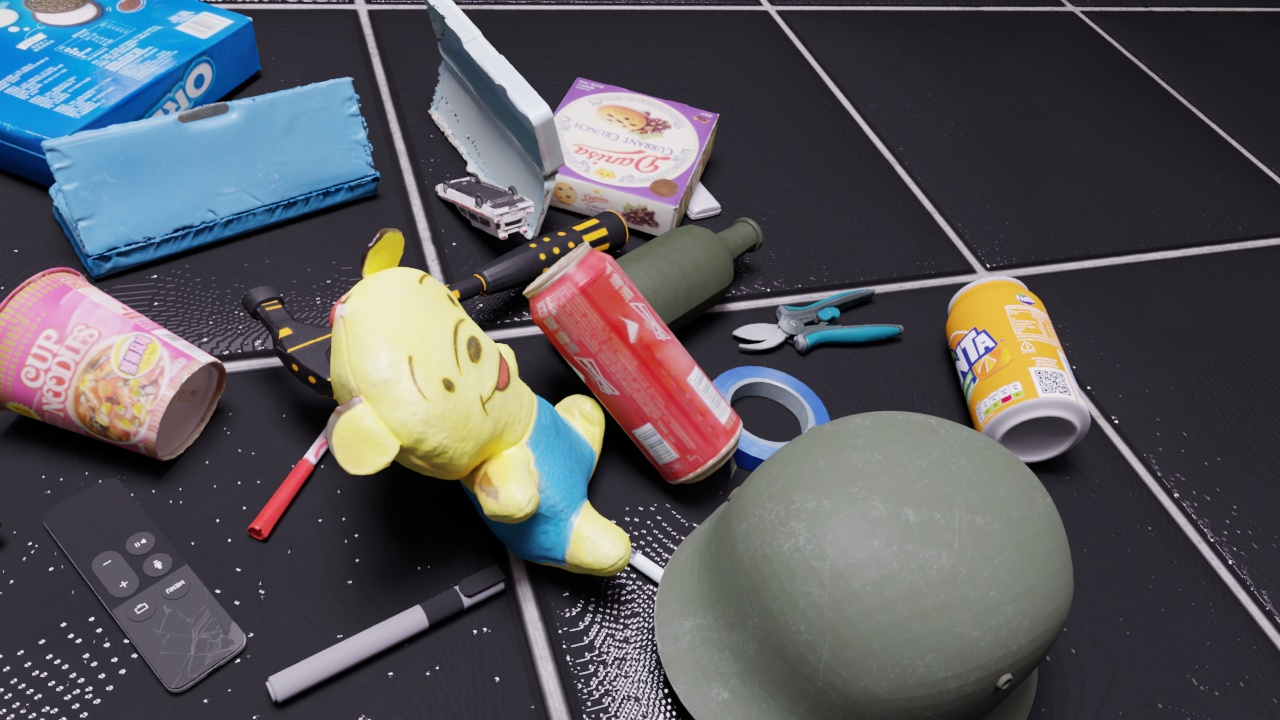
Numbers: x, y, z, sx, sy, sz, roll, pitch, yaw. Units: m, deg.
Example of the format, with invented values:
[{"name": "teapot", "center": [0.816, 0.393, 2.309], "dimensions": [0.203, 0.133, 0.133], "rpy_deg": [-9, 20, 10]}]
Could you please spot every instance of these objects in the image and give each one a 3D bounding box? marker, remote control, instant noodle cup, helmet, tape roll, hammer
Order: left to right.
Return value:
[{"name": "instant noodle cup", "center": [-0.327, 0.009, 0.569], "dimensions": [0.108, 0.098, 0.097], "rpy_deg": [25, 47, 0]}, {"name": "remote control", "center": [-0.285, 0.125, 0.524], "dimensions": [0.146, 0.008, 0.045], "rpy_deg": [39, 51, 21]}, {"name": "marker", "center": [-0.210, 0.058, 0.601], "dimensions": [0.013, 0.013, 0.141], "rpy_deg": [20, 47, 5]}, {"name": "marker", "center": [-0.142, 0.155, 0.525], "dimensions": [0.140, 0.016, 0.016], "rpy_deg": [-22, 56, -29]}, {"name": "hammer", "center": [-0.117, -0.054, 0.674], "dimensions": [0.123, 0.036, 0.319], "rpy_deg": [40, 42, 20]}, {"name": "remote control", "center": [0.030, -0.181, 0.876], "dimensions": [0.033, 0.012, 0.131], "rpy_deg": [-17, 54, -26]}, {"name": "marker", "center": [0.031, 0.148, 0.576], "dimensions": [0.152, 0.011, 0.011], "rpy_deg": [32, 49, 16]}, {"name": "tape roll", "center": [0.093, 0.044, 0.682], "dimensions": [0.093, 0.016, 0.091], "rpy_deg": [-6, 50, -19]}, {"name": "helmet", "center": [0.142, 0.119, 0.530], "dimensions": [0.267, 0.154, 0.227], "rpy_deg": [-15, 53, -25]}]

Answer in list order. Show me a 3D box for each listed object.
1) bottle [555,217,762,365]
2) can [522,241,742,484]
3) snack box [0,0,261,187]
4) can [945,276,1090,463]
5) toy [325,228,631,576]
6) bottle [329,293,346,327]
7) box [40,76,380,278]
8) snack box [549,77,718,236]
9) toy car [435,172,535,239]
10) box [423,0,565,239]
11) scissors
[{"name": "bottle", "center": [0.022, -0.062, 0.725], "dimensions": [0.071, 0.072, 0.206], "rpy_deg": [40, 52, 22]}, {"name": "can", "center": [-0.004, 0.004, 0.612], "dimensions": [0.170, 0.067, 0.067], "rpy_deg": [51, 48, -12]}, {"name": "snack box", "center": [-0.483, -0.250, 0.784], "dimensions": [0.195, 0.056, 0.238], "rpy_deg": [20, 47, 9]}, {"name": "can", "center": [0.291, 0.006, 0.721], "dimensions": [0.079, 0.079, 0.142], "rpy_deg": [7, 47, -7]}, {"name": "toy", "center": [-0.100, 0.036, 0.543], "dimensions": [0.214, 0.084, 0.148], "rpy_deg": [42, 23, -35]}, {"name": "bottle", "center": [-0.172, -0.006, 0.648], "dimensions": [0.109, 0.044, 0.044], "rpy_deg": [38, 51, 21]}, {"name": "box", "center": [-0.327, -0.158, 0.709], "dimensions": [0.231, 0.102, 0.094], "rpy_deg": [-25, 59, -31]}, {"name": "snack box", "center": [-0.016, -0.188, 0.840], "dimensions": [0.143, 0.041, 0.147], "rpy_deg": [17, 51, 7]}, {"name": "toy car", "center": [-0.131, -0.129, 0.768], "dimensions": [0.039, 0.039, 0.113], "rpy_deg": [-21, 29, -29]}, {"name": "box", "center": [-0.129, -0.212, 0.781], "dimensions": [0.049, 0.137, 0.197], "rpy_deg": [-21, 56, -27]}, {"name": "scissors", "center": [0.152, -0.032, 0.766], "dimensions": [0.128, 0.019, 0.152], "rpy_deg": [25, 49, 12]}]
